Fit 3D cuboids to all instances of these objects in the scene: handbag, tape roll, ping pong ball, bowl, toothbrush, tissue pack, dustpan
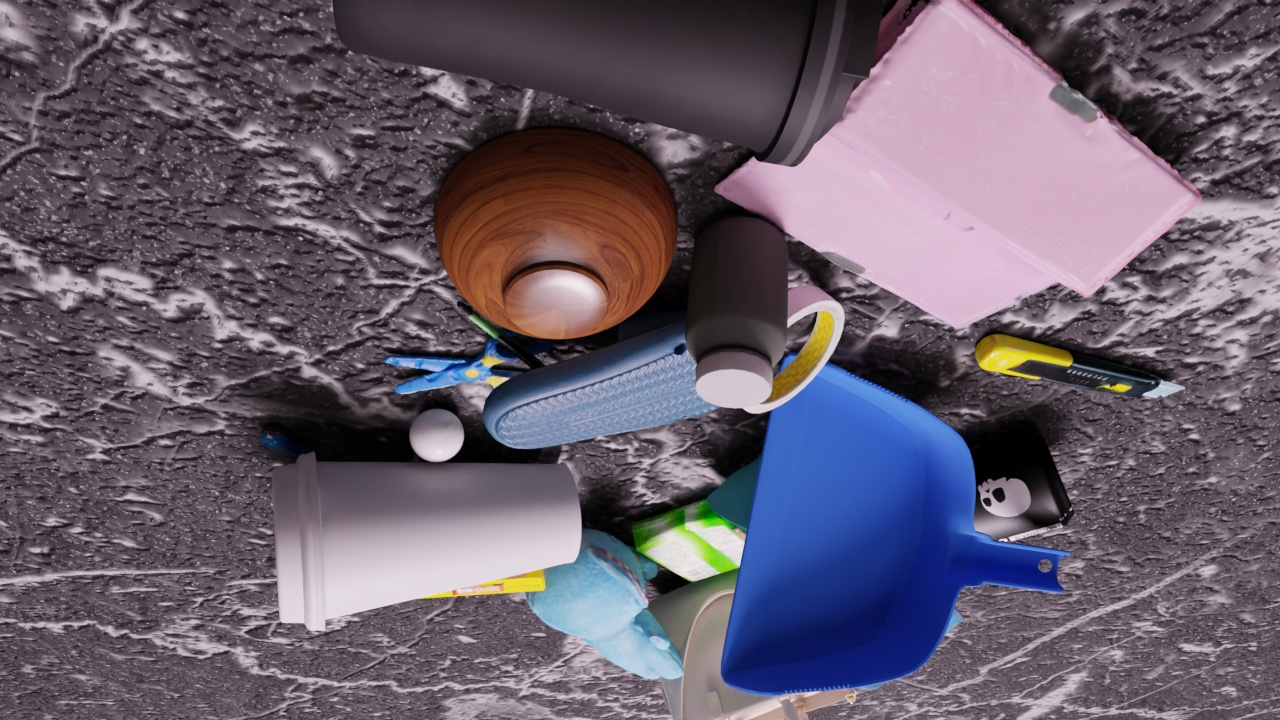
[{"bbox_3d":[0.111,0.295,0.866,0.195,0.197,0.101,-28,133,17],"label":"handbag"},{"bbox_3d":[0.096,-0.007,0.612,0.093,0.019,0.094,-30,145,-24],"label":"tape roll"},{"bbox_3d":[-0.154,0.056,0.692,0.040,0.040,0.040,-2,141,-2],"label":"ping pong ball"},{"bbox_3d":[0.118,0.105,0.748,0.121,0.121,0.046,8,100,-14],"label":"bowl"},{"bbox_3d":[-0.071,0.006,0.637,0.017,0.014,0.188,-31,144,13],"label":"toothbrush"},{"bbox_3d":[-0.049,-0.056,0.540,0.147,0.068,0.147,-2,141,-2],"label":"bowl"},{"bbox_3d":[0.061,0.167,0.849,0.100,0.034,0.114,-23,138,26],"label":"tissue pack"},{"bbox_3d":[0.208,0.139,0.691,0.257,0.245,0.059,11,180,-21],"label":"dustpan"}]

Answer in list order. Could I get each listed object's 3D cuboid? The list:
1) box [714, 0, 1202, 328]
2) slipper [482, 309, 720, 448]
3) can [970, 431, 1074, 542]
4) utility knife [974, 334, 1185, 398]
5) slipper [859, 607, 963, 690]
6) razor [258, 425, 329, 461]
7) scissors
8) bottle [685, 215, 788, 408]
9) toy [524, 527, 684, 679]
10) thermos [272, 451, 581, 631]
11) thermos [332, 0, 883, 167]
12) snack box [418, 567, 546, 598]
[{"bbox_3d":[0.184,-0.092,0.532,0.232,0.050,0.181,22,136,-27],"label":"box"},{"bbox_3d":[-0.004,0.004,0.619,0.213,0.059,0.104,-16,149,-10],"label":"slipper"},{"bbox_3d":[0.276,0.118,0.769,0.146,0.080,0.080,-22,137,21],"label":"can"},{"bbox_3d":[0.333,0.009,0.689,0.186,0.020,0.029,10,141,-17],"label":"utility knife"},{"bbox_3d":[0.266,0.215,0.830,0.213,0.059,0.104,-48,137,-7],"label":"slipper"},{"bbox_3d":[-0.252,0.091,0.745,0.044,0.018,0.141,-29,132,14],"label":"razor"},{"bbox_3d":[-0.119,0.011,0.665,0.133,0.020,0.097,-14,137,10],"label":"scissors"},{"bbox_3d":[0.057,-0.029,0.544,0.060,0.108,0.060,5,148,3],"label":"bottle"},{"bbox_3d":[-0.023,0.221,0.849,0.180,0.114,0.184,45,146,-14],"label":"toy"},{"bbox_3d":[-0.164,0.129,0.712,0.221,0.131,0.132,-3,143,-21],"label":"thermos"},{"bbox_3d":[-0.016,-0.154,0.404,0.218,0.105,0.106,8,140,-7],"label":"thermos"},{"bbox_3d":[-0.158,0.166,0.799,0.152,0.075,0.025,-4,139,0],"label":"snack box"}]
